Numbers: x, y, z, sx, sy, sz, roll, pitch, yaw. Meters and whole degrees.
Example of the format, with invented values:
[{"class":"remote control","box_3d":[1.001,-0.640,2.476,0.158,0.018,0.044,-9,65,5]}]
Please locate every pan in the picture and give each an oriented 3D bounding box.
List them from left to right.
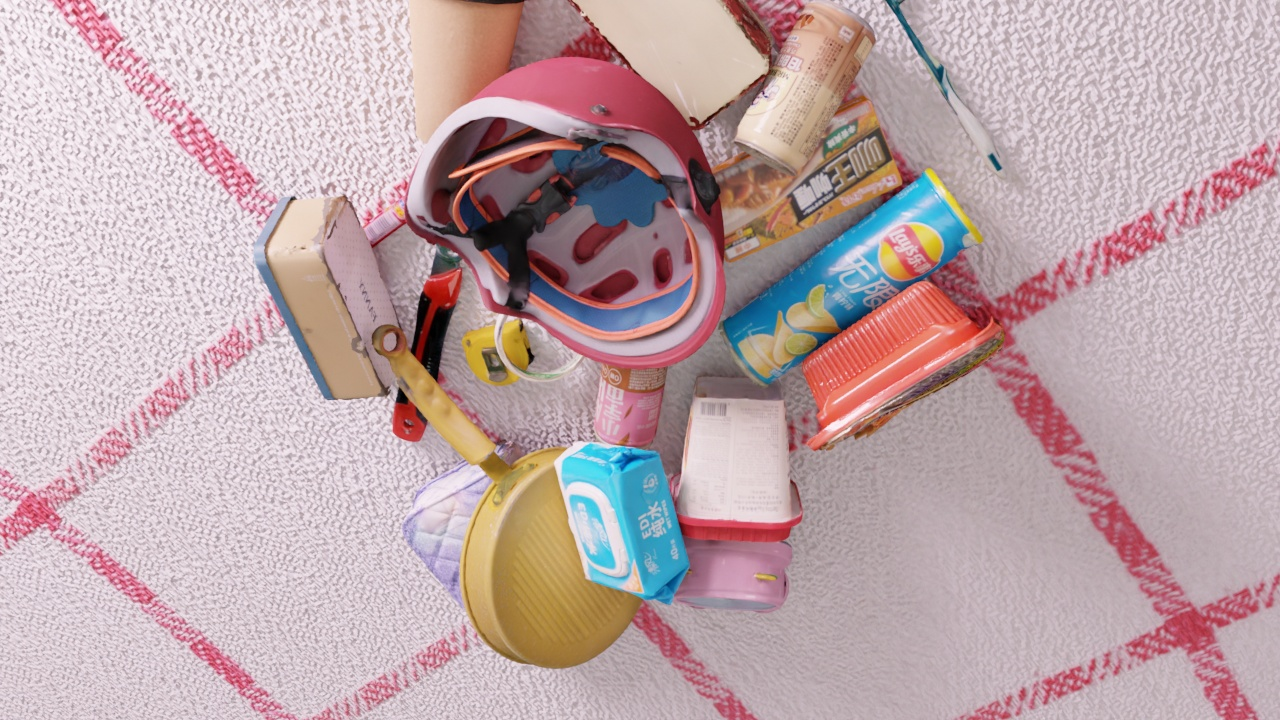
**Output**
[{"class":"pan","box_3d":[-0.115,0.115,0.806,0.078,0.197,0.357,2,129,47]}]

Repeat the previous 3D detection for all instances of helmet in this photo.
[{"class":"helmet","box_3d":[-0.033,-0.119,0.681,0.208,0.143,0.240,-23,124,37]}]

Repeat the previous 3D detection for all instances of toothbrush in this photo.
[{"class":"toothbrush","box_3d":[0.233,-0.216,0.699,0.018,0.016,0.191,-37,107,9]}]

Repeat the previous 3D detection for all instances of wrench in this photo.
[{"class":"wrench","box_3d":[-0.180,-0.039,0.822,0.056,0.016,0.274,22,115,-5]}]

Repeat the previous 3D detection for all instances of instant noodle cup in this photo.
[{"class":"instant noodle cup","box_3d":[0.085,0.083,0.809,0.117,0.116,0.124,2,105,4]},{"class":"instant noodle cup","box_3d":[0.205,0.001,0.735,0.165,0.188,0.079,-36,77,18]}]

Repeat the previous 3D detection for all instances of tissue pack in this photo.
[{"class":"tissue pack","box_3d":[-0.017,0.135,0.780,0.090,0.063,0.140,3,112,49]}]

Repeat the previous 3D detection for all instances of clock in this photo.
[{"class":"clock","box_3d":[0.083,0.203,0.863,0.117,0.059,0.158,0,160,11]}]

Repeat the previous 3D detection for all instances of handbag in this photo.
[{"class":"handbag","box_3d":[-0.129,0.180,0.891,0.134,0.075,0.194,-27,112,12]}]

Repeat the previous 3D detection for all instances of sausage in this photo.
[{"class":"sausage","box_3d":[-0.226,-0.113,0.789,0.156,0.020,0.020,-31,109,18]}]

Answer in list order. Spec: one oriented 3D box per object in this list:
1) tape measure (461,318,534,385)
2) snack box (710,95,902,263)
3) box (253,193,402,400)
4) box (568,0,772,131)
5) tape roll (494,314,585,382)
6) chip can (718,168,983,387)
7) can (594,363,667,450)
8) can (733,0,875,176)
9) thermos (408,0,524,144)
[{"class":"tape measure","box_3d":[-0.128,-0.005,0.827,0.060,0.028,0.057,-11,115,10]},{"class":"snack box","box_3d":[0.124,-0.144,0.738,0.154,0.026,0.075,-23,112,15]},{"class":"box","box_3d":[-0.253,-0.054,0.759,0.060,0.089,0.184,-5,131,7]},{"class":"box","box_3d":[0.016,-0.252,0.653,0.091,0.075,0.168,-34,116,27]},{"class":"tape roll","box_3d":[-0.085,-0.023,0.806,0.085,0.014,0.086,-6,111,-15]},{"class":"chip can","box_3d":[0.167,-0.063,0.748,0.211,0.071,0.071,-37,107,20]},{"class":"can","box_3d":[-0.005,0.005,0.803,0.058,0.057,0.147,10,116,1]},{"class":"can","box_3d":[0.120,-0.200,0.677,0.058,0.058,0.116,28,98,-8]},{"class":"thermos","box_3d":[-0.133,-0.235,0.688,0.093,0.092,0.143,12,124,0]}]
